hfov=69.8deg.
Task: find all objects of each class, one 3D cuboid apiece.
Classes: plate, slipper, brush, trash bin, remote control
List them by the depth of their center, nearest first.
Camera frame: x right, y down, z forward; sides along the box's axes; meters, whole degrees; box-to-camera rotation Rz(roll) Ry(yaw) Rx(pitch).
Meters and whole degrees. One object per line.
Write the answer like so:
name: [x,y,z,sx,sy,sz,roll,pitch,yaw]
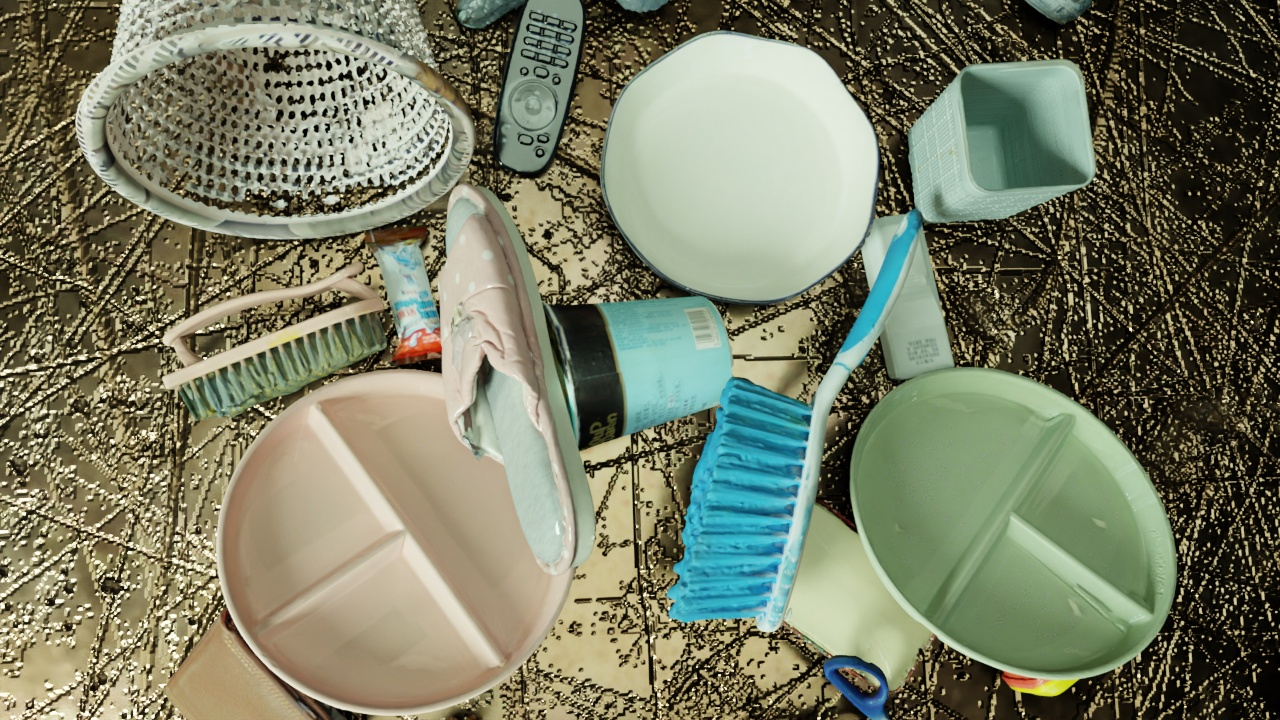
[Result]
trash bin: [-0.233,-0.213,0.592,0.227,0.228,0.192,-9,73,-6]
slipper: [-0.095,0.009,0.603,0.054,0.114,0.274,-9,72,-30]
plate: [-0.155,0.115,0.609,0.229,0.028,0.229,7,63,-15]
brush: [0.107,0.028,0.612,0.109,0.060,0.314,16,77,-3]
brush: [-0.246,-0.015,0.629,0.145,0.063,0.073,-23,91,-5]
plate: [0.253,0.106,0.635,0.230,0.028,0.229,4,55,-7]
remote control: [-0.075,-0.206,0.680,0.053,0.024,0.136,14,100,-9]
plate: [0.073,-0.139,0.685,0.205,0.045,0.204,1,85,-6]
remote control: [0.202,-0.049,0.698,0.049,0.024,0.125,-11,86,-9]

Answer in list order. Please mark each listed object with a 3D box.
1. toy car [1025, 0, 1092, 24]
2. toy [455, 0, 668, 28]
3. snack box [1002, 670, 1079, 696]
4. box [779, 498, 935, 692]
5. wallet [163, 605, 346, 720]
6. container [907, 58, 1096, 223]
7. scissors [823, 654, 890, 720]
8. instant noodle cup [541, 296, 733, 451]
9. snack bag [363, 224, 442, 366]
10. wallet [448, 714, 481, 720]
toy car: [0.316,-0.303,0.727,0.090,0.042,0.034,37,115,-5]
toy: [0.022,-0.343,0.686,0.356,0.091,0.138,-19,114,-6]
snack box: [0.287,0.183,0.658,0.091,0.082,0.080,-35,75,-9]
box: [0.124,0.153,0.643,0.168,0.077,0.091,36,81,0]
wallet: [-0.245,0.227,0.596,0.124,0.032,0.101,45,123,-1]
container: [0.254,-0.153,0.669,0.090,0.111,0.090,-5,85,-6]
scissors: [0.157,0.253,0.634,0.163,0.012,0.176,-19,125,20]
instant noodle cup: [-0.004,0.004,0.639,0.120,0.111,0.111,-11,85,-15]
snack bag: [-0.167,-0.047,0.662,0.048,0.026,0.104,-11,85,-14]
wallet: [-0.145,0.279,0.578,0.107,0.132,0.031,-45,93,-9]
